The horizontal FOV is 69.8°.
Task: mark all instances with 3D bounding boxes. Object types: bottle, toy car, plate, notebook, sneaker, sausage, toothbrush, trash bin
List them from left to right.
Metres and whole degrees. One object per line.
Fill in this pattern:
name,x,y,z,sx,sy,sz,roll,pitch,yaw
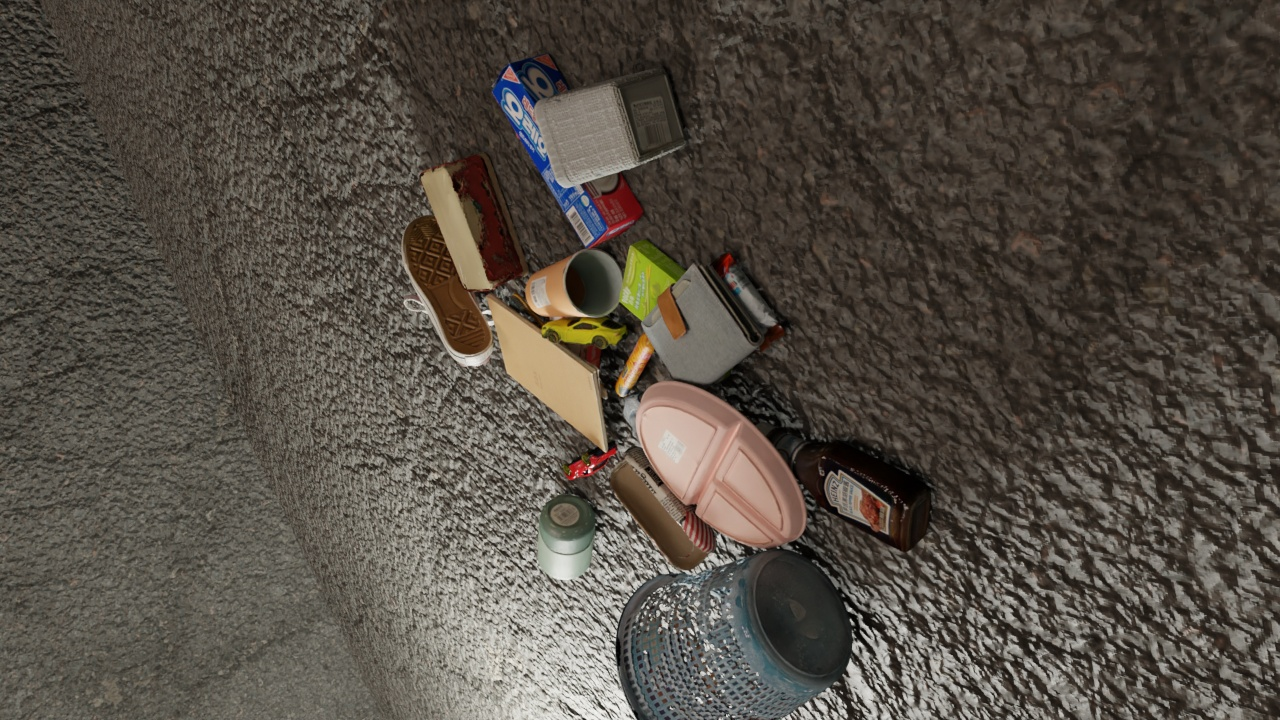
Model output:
sneaker,-0.265,-0.088,1.269,0.241,0.118,0.088,64,161,20
notebook,-0.119,0.015,1.186,0.211,0.012,0.150,35,147,34
toothbrush,-0.105,-0.018,1.153,0.191,0.018,0.016,47,144,18
toy car,-0.067,-0.037,1.088,0.105,0.048,0.032,5,108,17
toy car,-0.066,0.135,1.234,0.031,0.049,0.107,57,145,3
sausage,-0.006,0.006,1.074,0.021,0.021,0.165,52,154,12
toy car,0.014,0.086,1.115,0.105,0.031,0.049,54,144,11
plate,0.080,0.120,1.000,0.229,0.028,0.230,36,151,23
trash bin,0.117,0.312,1.016,0.226,0.225,0.196,55,132,8
bottle,0.190,0.114,0.905,0.195,0.043,0.080,27,137,39

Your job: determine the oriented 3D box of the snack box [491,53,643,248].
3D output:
snack box,-0.080,-0.225,0.985,0.207,0.058,0.057,59,145,2

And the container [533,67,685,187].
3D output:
container,-0.027,-0.229,0.893,0.114,0.090,0.090,0,115,48

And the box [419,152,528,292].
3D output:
box,-0.219,-0.173,1.180,0.091,0.078,0.168,2,117,52

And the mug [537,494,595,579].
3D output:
mug,-0.112,0.247,1.356,0.111,0.082,0.107,-109,19,-46

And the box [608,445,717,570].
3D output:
box,0.027,0.180,1.127,0.162,0.076,0.087,52,174,16

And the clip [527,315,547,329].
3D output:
clip,-0.135,-0.043,1.222,0.058,0.035,0.025,18,129,39

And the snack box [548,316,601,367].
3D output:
snack box,-0.088,0.005,1.189,0.075,0.025,0.153,38,140,29

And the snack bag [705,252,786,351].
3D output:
snack bag,0.103,-0.060,0.904,0.105,0.026,0.045,54,142,4

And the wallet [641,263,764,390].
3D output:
wallet,0.055,-0.029,0.930,0.106,0.036,0.130,55,144,7

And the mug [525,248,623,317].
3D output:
mug,-0.084,-0.085,1.081,0.123,0.078,0.078,-5,110,57

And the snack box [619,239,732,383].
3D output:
snack box,0.043,-0.054,0.983,0.156,0.026,0.086,41,141,25
